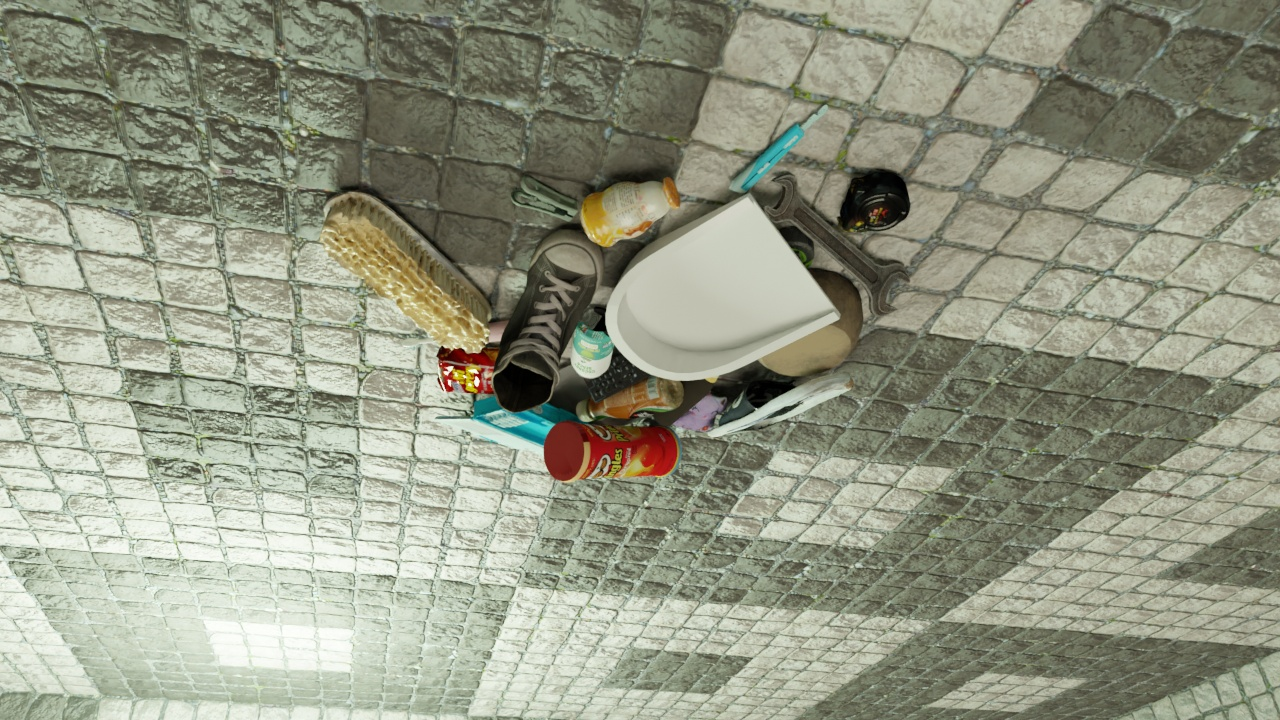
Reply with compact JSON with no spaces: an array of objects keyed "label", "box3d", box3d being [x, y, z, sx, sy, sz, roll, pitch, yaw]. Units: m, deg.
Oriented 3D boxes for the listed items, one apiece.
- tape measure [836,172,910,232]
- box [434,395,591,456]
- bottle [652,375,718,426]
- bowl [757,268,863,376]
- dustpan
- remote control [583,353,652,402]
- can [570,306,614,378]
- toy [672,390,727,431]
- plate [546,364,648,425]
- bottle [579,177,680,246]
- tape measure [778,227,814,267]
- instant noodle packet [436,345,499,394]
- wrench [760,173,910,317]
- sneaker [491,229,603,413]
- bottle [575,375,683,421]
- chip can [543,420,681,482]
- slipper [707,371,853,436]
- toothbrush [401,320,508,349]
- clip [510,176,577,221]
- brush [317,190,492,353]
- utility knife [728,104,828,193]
[{"label":"tape measure","box3d":[0.266,-0.178,1.036,0.072,0.042,0.072,5,139,-1]},{"label":"box","box3d":[-0.175,0.110,1.400,0.182,0.039,0.226,-14,152,34]},{"label":"bottle","box3d":[0.087,0.025,1.303,0.045,0.045,0.185,26,127,-32]},{"label":"bowl","box3d":[0.211,-0.041,1.197,0.162,0.070,0.162,-1,144,-1]},{"label":"dustpan","box3d":[0.077,-0.065,1.113,0.258,0.053,0.191,-22,121,39]},{"label":"remote control","box3d":[-0.007,0.007,1.270,0.150,0.047,0.022,-27,174,19]},{"label":"can","box3d":[-0.063,-0.023,1.227,0.055,0.054,0.102,4,144,-8]},{"label":"toy","box3d":[0.084,0.075,1.383,0.080,0.036,0.100,11,144,-6]},{"label":"plate","box3d":[-0.055,0.047,1.359,0.178,0.012,0.179,-1,144,-1]},{"label":"bottle","box3d":[-0.011,-0.169,1.021,0.109,0.063,0.063,-18,141,22]},{"label":"tape measure","box3d":[0.177,-0.128,1.105,0.066,0.035,0.059,-14,141,18]},{"label":"instant noodle packet","box3d":[-0.219,0.016,1.291,0.135,0.039,0.099,4,151,-8]},{"label":"wrench","box3d":[0.237,-0.134,1.095,0.273,0.010,0.070,31,97,-35]},{"label":"sneaker","box3d":[-0.116,-0.046,1.119,0.095,0.119,0.235,25,126,-16]},{"label":"bottle","box3d":[-0.020,0.057,1.313,0.167,0.059,0.059,-16,142,33]},{"label":"chip can","box3d":[-0.037,0.135,1.361,0.087,0.087,0.213,-33,155,35]},{"label":"slipper","box3d":[0.191,0.053,1.311,0.111,0.063,0.265,-9,168,-32]},{"label":"toothbrush","box3d":[-0.215,-0.036,1.230,0.223,0.027,0.026,-7,154,10]},{"label":"clip","box3d":[-0.107,-0.181,1.036,0.075,0.023,0.037,18,139,-27]},{"label":"brush","box3d":[-0.276,-0.101,1.111,0.083,0.056,0.271,-17,141,23]},{"label":"utility knife","box3d":[0.148,-0.228,0.986,0.022,0.015,0.141,20,136,-31]}]
